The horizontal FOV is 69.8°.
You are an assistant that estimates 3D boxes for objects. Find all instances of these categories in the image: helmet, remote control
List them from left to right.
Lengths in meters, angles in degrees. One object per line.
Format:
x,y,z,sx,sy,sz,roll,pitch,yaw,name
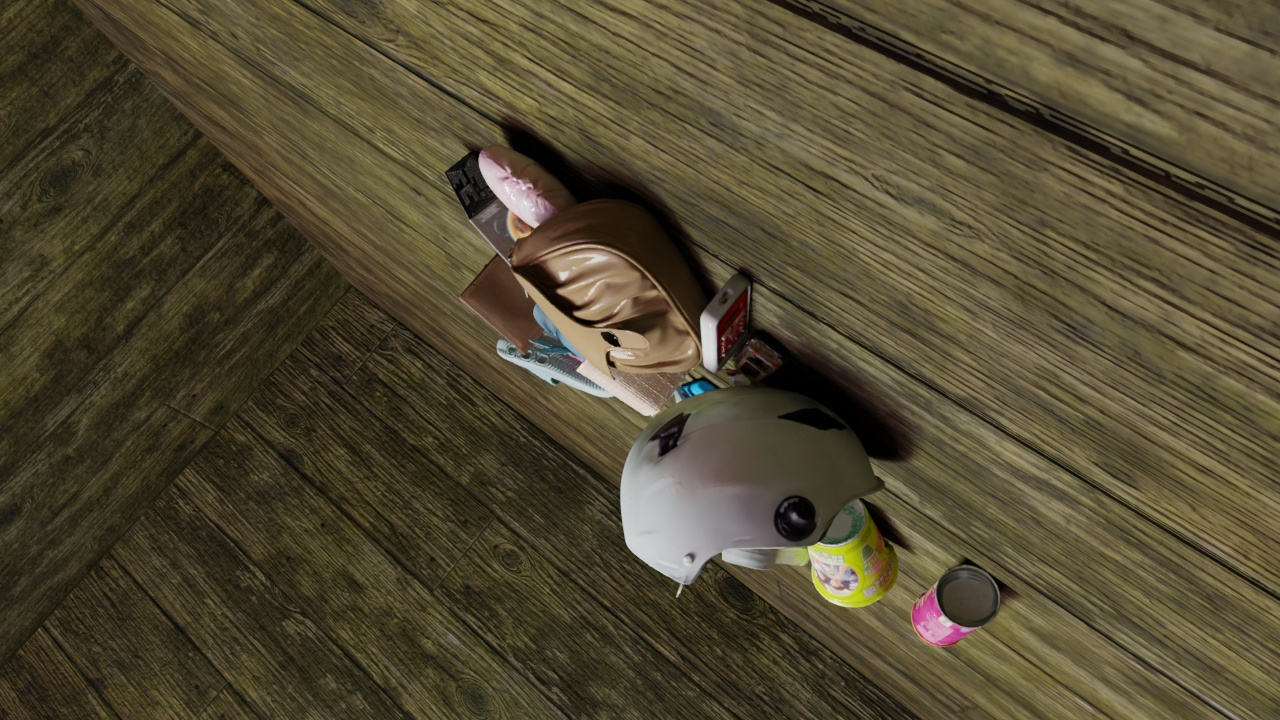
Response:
0.077,-0.030,0.824,0.020,0.055,0.136,35,167,16,remote control
0.095,0.097,0.901,0.229,0.258,0.146,-118,9,-86,helmet

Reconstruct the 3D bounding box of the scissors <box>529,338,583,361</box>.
-0.096,-0.007,1.250,0.083,0.017,0.137,48,-157,19,scissors

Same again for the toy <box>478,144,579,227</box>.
-0.103,-0.159,0.903,0.121,0.054,0.159,39,177,3,toy

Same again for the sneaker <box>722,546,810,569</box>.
0.166,0.211,1.170,0.090,0.090,0.242,10,174,24,sneaker

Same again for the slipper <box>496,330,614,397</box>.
-0.107,-0.008,1.369,0.246,0.104,0.074,24,164,32,slipper

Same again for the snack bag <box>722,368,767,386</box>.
0.130,0.039,0.991,0.104,0.026,0.048,46,160,-25,snack bag

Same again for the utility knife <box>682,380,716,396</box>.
0.072,0.044,1.209,0.034,0.018,0.159,40,169,-5,utility knife

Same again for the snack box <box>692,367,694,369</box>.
0.006,-0.052,1.017,0.140,0.033,0.087,45,167,-34,snack box

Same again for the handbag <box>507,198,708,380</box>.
-0.023,-0.055,0.857,0.148,0.099,0.204,-6,145,28,handbag

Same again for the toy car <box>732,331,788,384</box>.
0.112,0.002,0.892,0.042,0.035,0.090,40,171,4,toy car

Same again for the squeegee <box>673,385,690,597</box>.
0.079,0.139,1.224,0.039,0.245,0.247,0,119,20,squeegee

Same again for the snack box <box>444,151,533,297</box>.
-0.155,-0.150,1.011,0.125,0.053,0.113,49,-175,-45,snack box

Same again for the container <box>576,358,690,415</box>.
-0.007,0.007,1.140,0.111,0.089,0.090,37,168,-3,container

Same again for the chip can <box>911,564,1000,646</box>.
0.375,0.297,1.099,0.071,0.071,0.211,35,167,20,chip can

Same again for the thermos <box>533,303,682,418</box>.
-0.047,-0.015,1.233,0.220,0.070,0.070,39,168,4,thermos

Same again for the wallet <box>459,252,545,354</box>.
-0.178,-0.084,1.285,0.124,0.101,0.032,41,170,-10,wallet

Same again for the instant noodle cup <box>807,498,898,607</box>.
0.256,0.229,1.146,0.112,0.111,0.123,28,156,43,instant noodle cup
